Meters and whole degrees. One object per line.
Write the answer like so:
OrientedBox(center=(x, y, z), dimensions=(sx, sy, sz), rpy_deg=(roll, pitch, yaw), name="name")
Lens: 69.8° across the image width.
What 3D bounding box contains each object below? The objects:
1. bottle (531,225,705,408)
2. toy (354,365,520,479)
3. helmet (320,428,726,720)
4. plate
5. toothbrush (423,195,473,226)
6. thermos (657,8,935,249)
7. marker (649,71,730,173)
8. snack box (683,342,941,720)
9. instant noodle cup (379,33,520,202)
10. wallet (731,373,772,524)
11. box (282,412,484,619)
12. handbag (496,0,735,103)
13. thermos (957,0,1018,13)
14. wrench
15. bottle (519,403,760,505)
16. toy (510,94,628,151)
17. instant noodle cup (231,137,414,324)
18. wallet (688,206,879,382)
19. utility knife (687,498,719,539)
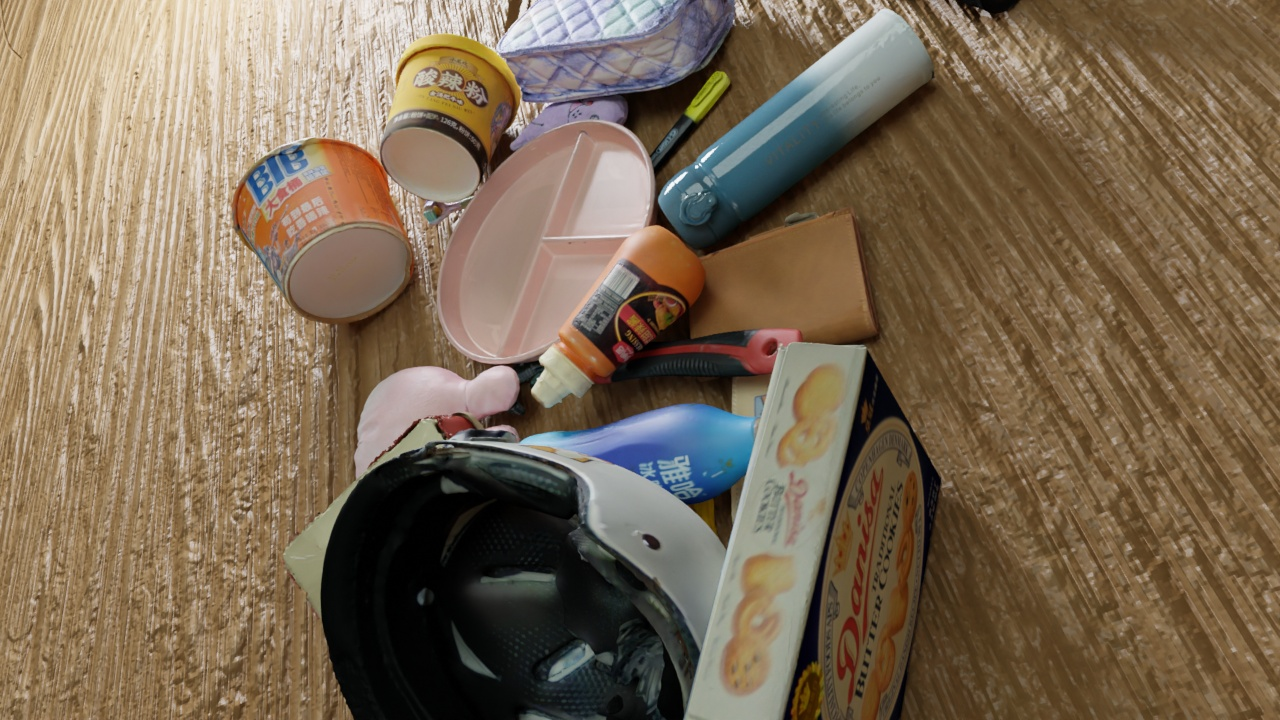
OrientedBox(center=(-0.021, -0.025, 0.648), dimensions=(0.149, 0.067, 0.067), rpy_deg=(-47, 50, -3), name="bottle")
OrientedBox(center=(-0.160, 0.059, 0.729), dimensions=(0.160, 0.054, 0.121), rpy_deg=(-10, 71, 26), name="toy")
OrientedBox(center=(-0.045, 0.151, 0.534), dimensions=(0.275, 0.156, 0.230), rpy_deg=(4, 95, 40), name="helmet")
OrientedBox(center=(-0.079, -0.098, 0.765), dimensions=(0.230, 0.028, 0.229), rpy_deg=(-18, 57, 29), name="plate")
OrientedBox(center=(-0.122, -0.161, 0.856), dimensions=(0.189, 0.021, 0.029), rpy_deg=(-12, 82, 23), name="toothbrush")
OrientedBox(center=(0.112, -0.168, 0.689), dimensions=(0.220, 0.070, 0.070), rpy_deg=(-38, 51, 7), name="thermos")
OrientedBox(center=(0.034, -0.198, 0.787), dimensions=(0.124, 0.015, 0.018), rpy_deg=(-51, 47, -2), name="marker")
OrientedBox(center=(0.099, 0.111, 0.460), dimensions=(0.046, 0.182, 0.177), rpy_deg=(4, 66, 32), name="snack box")
OrientedBox(center=(-0.181, -0.220, 0.853), dimensions=(0.119, 0.118, 0.114), rpy_deg=(-9, 52, 27), name="instant noodle cup")
OrientedBox(center=(0.097, 0.053, 0.600), dimensions=(0.087, 0.024, 0.115), rpy_deg=(-8, 61, 22), name="wallet")
OrientedBox(center=(-0.178, 0.117, 0.664), dimensions=(0.168, 0.075, 0.091), rpy_deg=(-42, 76, 13), name="box")
OrientedBox(center=(-0.024, -0.293, 0.831), dimensions=(0.194, 0.075, 0.133), rpy_deg=(5, 50, 32), name="handbag")
OrientedBox(center=(0.191, -0.343, 0.732), dimensions=(0.242, 0.089, 0.069), rpy_deg=(41, 130, 40), name="thermos")
OrientedBox(center=(-0.004, 0.004, 0.667), dimensions=(0.274, 0.016, 0.056), rpy_deg=(-8, 55, 38), name="wrench")
OrientedBox(center=(0.007, 0.064, 0.597), dimensions=(0.219, 0.065, 0.065), rpy_deg=(-15, 56, 35), name="bottle")
OrientedBox(center=(-0.057, -0.219, 0.839), dimensions=(0.108, 0.039, 0.083), rpy_deg=(1, 46, 33), name="toy")
OrientedBox(center=(-0.287, -0.113, 0.854), dimensions=(0.151, 0.151, 0.111), rpy_deg=(-39, 59, 6), name="instant noodle cup")
OrientedBox(center=(0.096, -0.048, 0.652), dimensions=(0.132, 0.031, 0.107), rpy_deg=(-17, 60, 23), name="wallet")
OrientedBox(center=(0.043, 0.130, 0.590), dimensions=(0.033, 0.015, 0.180), rpy_deg=(-31, 51, 17), name="utility knife")
